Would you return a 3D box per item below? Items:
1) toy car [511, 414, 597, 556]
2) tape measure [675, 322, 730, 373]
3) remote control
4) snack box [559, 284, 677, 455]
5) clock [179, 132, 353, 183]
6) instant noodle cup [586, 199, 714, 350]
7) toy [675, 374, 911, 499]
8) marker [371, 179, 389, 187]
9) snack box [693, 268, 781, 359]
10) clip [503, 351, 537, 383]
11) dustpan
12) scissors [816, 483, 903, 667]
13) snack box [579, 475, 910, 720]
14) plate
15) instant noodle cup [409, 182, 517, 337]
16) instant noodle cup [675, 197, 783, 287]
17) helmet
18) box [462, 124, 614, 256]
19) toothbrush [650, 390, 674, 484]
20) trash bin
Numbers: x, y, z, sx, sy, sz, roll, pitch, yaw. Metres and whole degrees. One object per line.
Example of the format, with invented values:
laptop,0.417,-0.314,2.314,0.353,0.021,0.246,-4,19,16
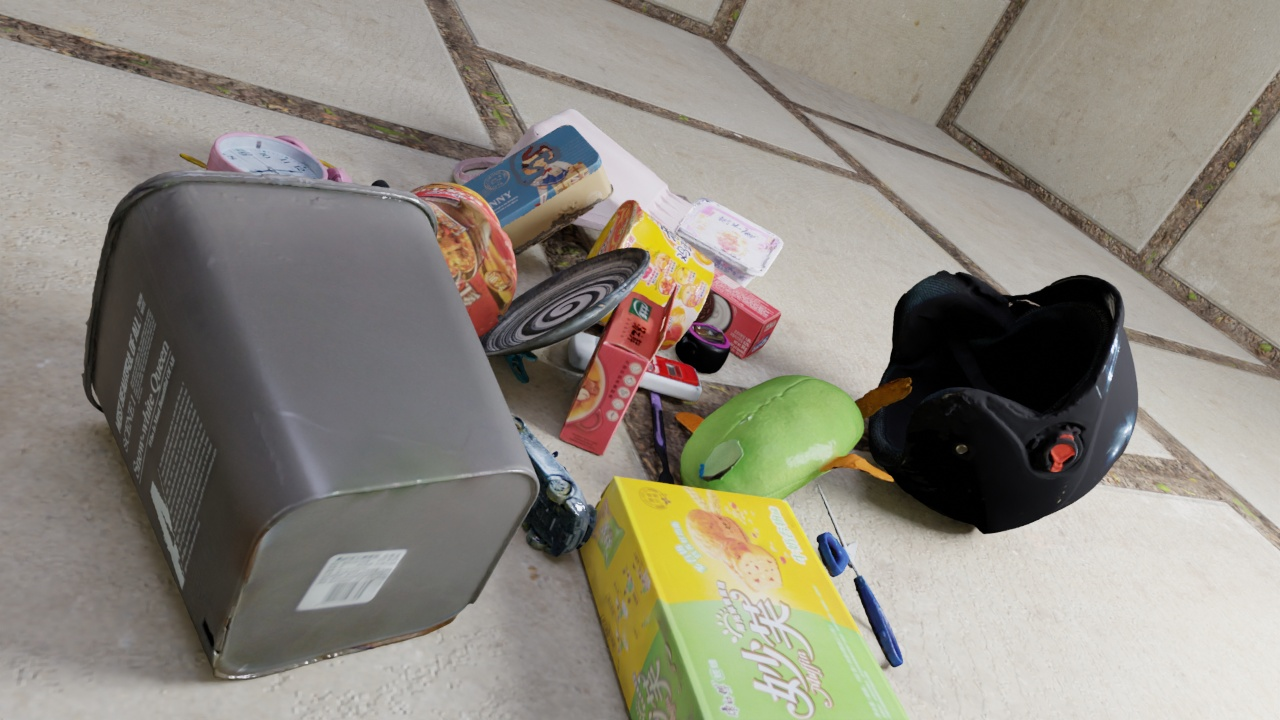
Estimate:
toy car,-0.078,0.088,0.667,0.036,0.054,0.120,-10,43,-45
tape measure,0.067,-0.016,0.984,0.058,0.039,0.057,21,28,-11
remote control,-0.005,0.005,0.900,0.136,0.020,0.055,17,25,-13
snack box,-0.019,-0.001,0.791,0.044,0.127,0.113,25,27,-4
clock,-0.342,-0.169,0.874,0.117,0.060,0.158,35,27,14
instant noodle cup,0.003,-0.082,0.954,0.109,0.138,0.137,28,27,-15
toy,0.124,0.068,0.814,0.227,0.090,0.246,9,26,43
marker,-0.252,-0.148,0.961,0.022,0.020,0.132,-24,51,-20
snack box,0.062,-0.085,1.082,0.207,0.057,0.058,36,32,18
clip,-0.111,-0.004,0.831,0.013,0.038,0.055,5,28,-39
dustpan,-0.085,-0.204,1.145,0.273,0.139,0.222,41,24,-3
scissors,0.169,0.166,0.736,0.176,0.012,0.162,32,30,-62
snack box,0.062,0.178,0.614,0.157,0.070,0.210,12,30,-27
plate,-0.067,-0.047,0.813,0.024,0.180,0.179,61,21,-19
instant noodle cup,-0.179,-0.092,0.819,0.138,0.138,0.108,19,20,-14
instant noodle cup,0.108,-0.148,1.226,0.138,0.060,0.173,29,26,6
helmet,0.359,0.042,0.900,0.230,0.275,0.232,46,32,-21
box,-0.125,-0.171,0.976,0.184,0.059,0.090,-33,51,-9
toothbrush,0.016,0.070,0.827,0.014,0.017,0.188,23,24,-14
trash bin,-0.187,0.037,0.528,0.198,0.200,0.219,-2,46,-41
